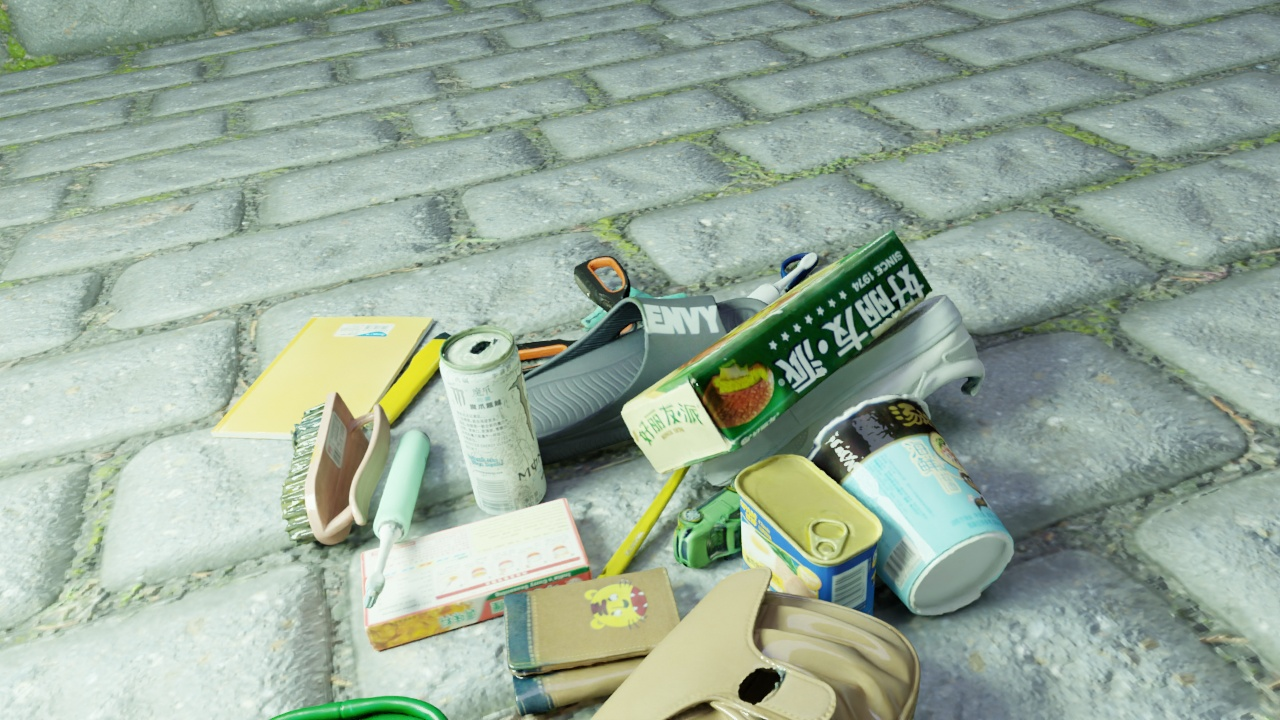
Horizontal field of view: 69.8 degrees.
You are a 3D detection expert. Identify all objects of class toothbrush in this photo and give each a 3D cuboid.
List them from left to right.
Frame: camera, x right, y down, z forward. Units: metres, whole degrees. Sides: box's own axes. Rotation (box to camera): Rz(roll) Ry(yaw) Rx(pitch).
[{"bbox_3d":[-0.183,0.110,0.691,0.026,0.027,0.224,17,18,-13],"label":"toothbrush"},{"bbox_3d":[0.019,0.096,0.698,0.016,0.016,0.189,-15,29,47],"label":"toothbrush"},{"bbox_3d":[0.111,-0.052,0.907,0.220,0.027,0.026,-39,2,-33],"label":"toothbrush"}]

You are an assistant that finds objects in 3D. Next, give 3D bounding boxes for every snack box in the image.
[{"bbox_3d":[-0.118,0.150,0.658,0.155,0.027,0.077,-14,34,-11],"label":"snack box"},{"bbox_3d":[0.106,-0.007,0.702,0.239,0.063,0.115,-34,1,-30],"label":"snack box"}]

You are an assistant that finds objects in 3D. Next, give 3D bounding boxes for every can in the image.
[{"bbox_3d":[-0.111,0.049,0.699,0.058,0.147,0.058,-5,34,3],"label":"can"},{"bbox_3d":[0.109,0.124,0.605,0.057,0.083,0.102,-22,37,-22],"label":"can"}]

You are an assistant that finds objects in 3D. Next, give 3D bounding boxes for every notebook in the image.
[{"bbox_3d":[-0.308,0.012,0.914,0.146,0.010,0.205,0,34,11],"label":"notebook"}]

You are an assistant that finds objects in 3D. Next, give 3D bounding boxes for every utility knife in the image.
[{"bbox_3d":[-0.218,0.018,0.884,0.033,0.015,0.153,1,35,22],"label":"utility knife"}]

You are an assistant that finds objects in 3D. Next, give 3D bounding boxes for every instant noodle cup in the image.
[{"bbox_3d":[0.183,0.101,0.619,0.111,0.111,0.120,-17,43,-15],"label":"instant noodle cup"}]

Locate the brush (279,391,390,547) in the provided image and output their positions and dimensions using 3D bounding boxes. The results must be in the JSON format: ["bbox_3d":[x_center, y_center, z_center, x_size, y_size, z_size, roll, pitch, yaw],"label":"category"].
[{"bbox_3d":[-0.243,0.089,0.738,0.073,0.063,0.145,-17,34,3],"label":"brush"}]

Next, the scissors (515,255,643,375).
[{"bbox_3d":[-0.031,-0.031,0.892,0.234,0.022,0.220,-16,42,5],"label":"scissors"}]

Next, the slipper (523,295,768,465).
[{"bbox_3d":[-0.005,0.005,0.772,0.268,0.083,0.110,-21,49,-5],"label":"slipper"}]

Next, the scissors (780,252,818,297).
[{"bbox_3d":[0.159,-0.066,0.950,0.140,0.012,0.170,4,38,15],"label":"scissors"}]

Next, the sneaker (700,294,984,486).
[{"bbox_3d":[0.165,0.047,0.730,0.242,0.091,0.089,-31,3,-5],"label":"sneaker"}]

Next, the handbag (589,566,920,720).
[{"bbox_3d":[0.057,0.198,0.489,0.148,0.100,0.203,22,39,31],"label":"handbag"}]

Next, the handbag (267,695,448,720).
[{"bbox_3d":[-0.155,0.246,0.482,0.131,0.068,0.120,-9,35,-3],"label":"handbag"}]

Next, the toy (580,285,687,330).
[{"bbox_3d":[-0.012,-0.052,0.944,0.096,0.030,0.092,-35,37,-25],"label":"toy"}]

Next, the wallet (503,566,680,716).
[{"bbox_3d":[-0.029,0.179,0.596,0.115,0.033,0.090,-8,34,-8],"label":"wallet"}]

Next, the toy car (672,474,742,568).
[{"bbox_3d":[0.062,0.117,0.661,0.091,0.043,0.036,-27,39,-27],"label":"toy car"}]
